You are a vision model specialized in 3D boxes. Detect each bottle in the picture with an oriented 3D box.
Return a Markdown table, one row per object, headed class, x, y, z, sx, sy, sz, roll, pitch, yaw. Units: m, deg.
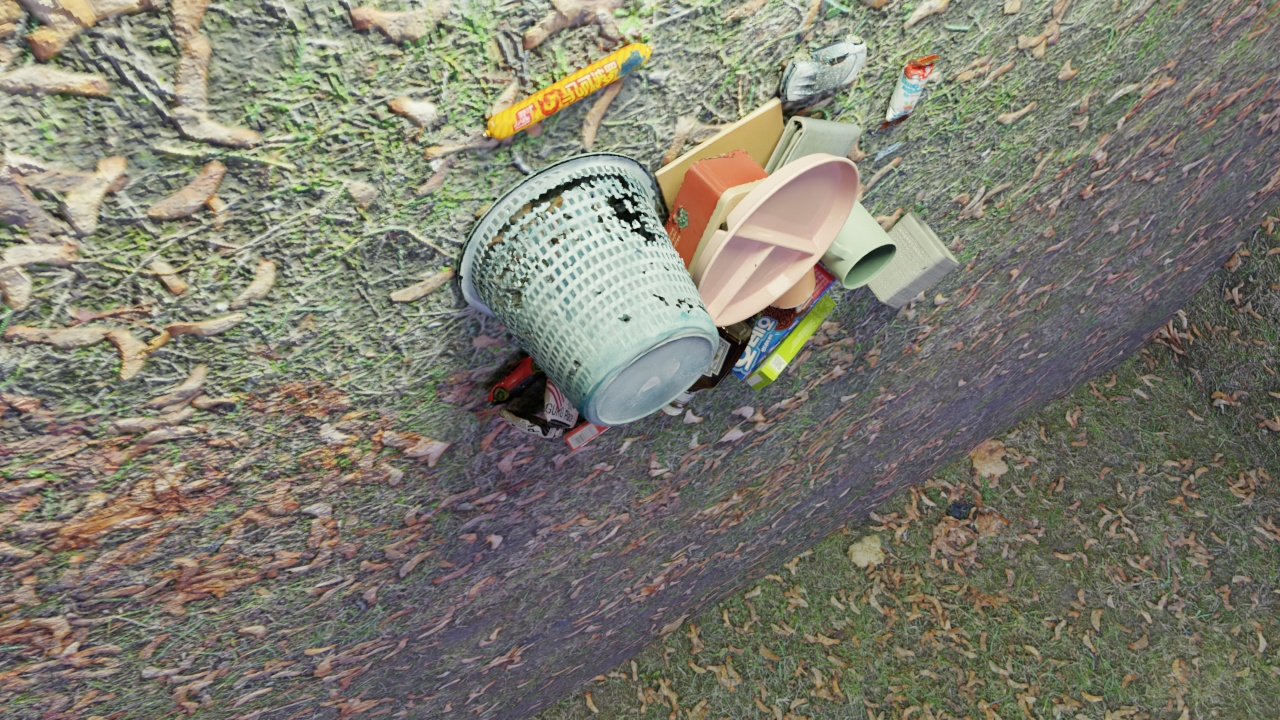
| class | x | y | z | sx | sy | sz | roll | pitch | yaw |
| --- | --- | --- | --- | --- | --- | --- | --- | --- | --- |
| bottle | 0.081 | 0.007 | 1.268 | 0.043 | 0.080 | 0.195 | -41 | 168 | -45 |

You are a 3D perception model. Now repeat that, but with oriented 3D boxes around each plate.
| class | x | y | z | sx | sy | sz | roll | pitch | yaw |
| --- | --- | --- | --- | --- | --- | --- | --- | --- | --- |
| plate | 0.142 | -0.128 | 0.984 | 0.229 | 0.028 | 0.230 | -33 | 155 | -18 |

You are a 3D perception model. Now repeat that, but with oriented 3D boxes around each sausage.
| class | x | y | z | sx | sy | sz | roll | pitch | yaw |
| --- | --- | --- | --- | --- | --- | --- | --- | --- | --- |
| sausage | -0.059 | -0.225 | 0.763 | 0.165 | 0.021 | 0.021 | -30 | 155 | -8 |

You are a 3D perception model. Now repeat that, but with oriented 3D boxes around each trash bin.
| class | x | y | z | sx | sy | sz | roll | pitch | yaw |
| --- | --- | --- | --- | --- | --- | --- | --- | --- | --- |
| trash bin | -0.034 | -0.054 | 0.892 | 0.226 | 0.195 | 0.227 | -27 | 153 | -15 |

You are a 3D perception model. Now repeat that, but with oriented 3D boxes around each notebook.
| class | x | y | z | sx | sy | sz | roll | pitch | yaw |
| --- | --- | --- | --- | --- | --- | --- | --- | --- | --- |
| notebook | 0.100 | -0.188 | 1.028 | 0.149 | 0.012 | 0.211 | -32 | 155 | -1 |

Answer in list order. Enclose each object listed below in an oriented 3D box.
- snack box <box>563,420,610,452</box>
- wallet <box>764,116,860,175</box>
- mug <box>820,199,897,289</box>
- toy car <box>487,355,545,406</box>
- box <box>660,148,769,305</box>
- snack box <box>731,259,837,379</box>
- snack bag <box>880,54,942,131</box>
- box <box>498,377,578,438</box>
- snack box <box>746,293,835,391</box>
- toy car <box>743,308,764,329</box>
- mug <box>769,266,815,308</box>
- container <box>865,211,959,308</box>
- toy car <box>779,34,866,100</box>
| class | x | y | z | sx | sy | sz | roll | pitch | yaw |
| --- | --- | --- | --- | --- | --- | --- | --- | --- | --- |
| snack box | -0.065 | 0.092 | 1.240 | 0.075 | 0.025 | 0.153 | -33 | 178 | -5 |
| wallet | 0.187 | -0.217 | 1.024 | 0.129 | 0.037 | 0.107 | -13 | 138 | -50 |
| mug | 0.249 | -0.155 | 1.147 | 0.111 | 0.106 | 0.082 | -1 | 140 | -50 |
| toy car | -0.138 | 0.018 | 1.082 | 0.106 | 0.031 | 0.049 | -38 | 168 | 18 |
| box | 0.071 | -0.144 | 0.985 | 0.091 | 0.078 | 0.169 | -22 | 151 | -36 |
| snack box | 0.192 | -0.062 | 1.288 | 0.208 | 0.058 | 0.057 | -51 | 171 | 32 |
| snack bag | 0.304 | -0.306 | 1.042 | 0.045 | 0.026 | 0.105 | -28 | 156 | -20 |
| box | -0.114 | 0.053 | 1.131 | 0.087 | 0.076 | 0.162 | -63 | 170 | -4 |
| snack box | 0.222 | -0.026 | 1.354 | 0.156 | 0.026 | 0.086 | -49 | 179 | -16 |
| toy car | 0.136 | -0.058 | 1.261 | 0.032 | 0.048 | 0.105 | -49 | 171 | -44 |
| mug | 0.179 | -0.125 | 1.147 | 0.078 | 0.078 | 0.123 | -32 | 156 | -3 |
| container | 0.390 | -0.143 | 1.360 | 0.114 | 0.090 | 0.090 | -42 | 153 | 24 |
| toy car | 0.187 | -0.292 | 0.923 | 0.105 | 0.031 | 0.049 | -25 | 154 | -20 |
